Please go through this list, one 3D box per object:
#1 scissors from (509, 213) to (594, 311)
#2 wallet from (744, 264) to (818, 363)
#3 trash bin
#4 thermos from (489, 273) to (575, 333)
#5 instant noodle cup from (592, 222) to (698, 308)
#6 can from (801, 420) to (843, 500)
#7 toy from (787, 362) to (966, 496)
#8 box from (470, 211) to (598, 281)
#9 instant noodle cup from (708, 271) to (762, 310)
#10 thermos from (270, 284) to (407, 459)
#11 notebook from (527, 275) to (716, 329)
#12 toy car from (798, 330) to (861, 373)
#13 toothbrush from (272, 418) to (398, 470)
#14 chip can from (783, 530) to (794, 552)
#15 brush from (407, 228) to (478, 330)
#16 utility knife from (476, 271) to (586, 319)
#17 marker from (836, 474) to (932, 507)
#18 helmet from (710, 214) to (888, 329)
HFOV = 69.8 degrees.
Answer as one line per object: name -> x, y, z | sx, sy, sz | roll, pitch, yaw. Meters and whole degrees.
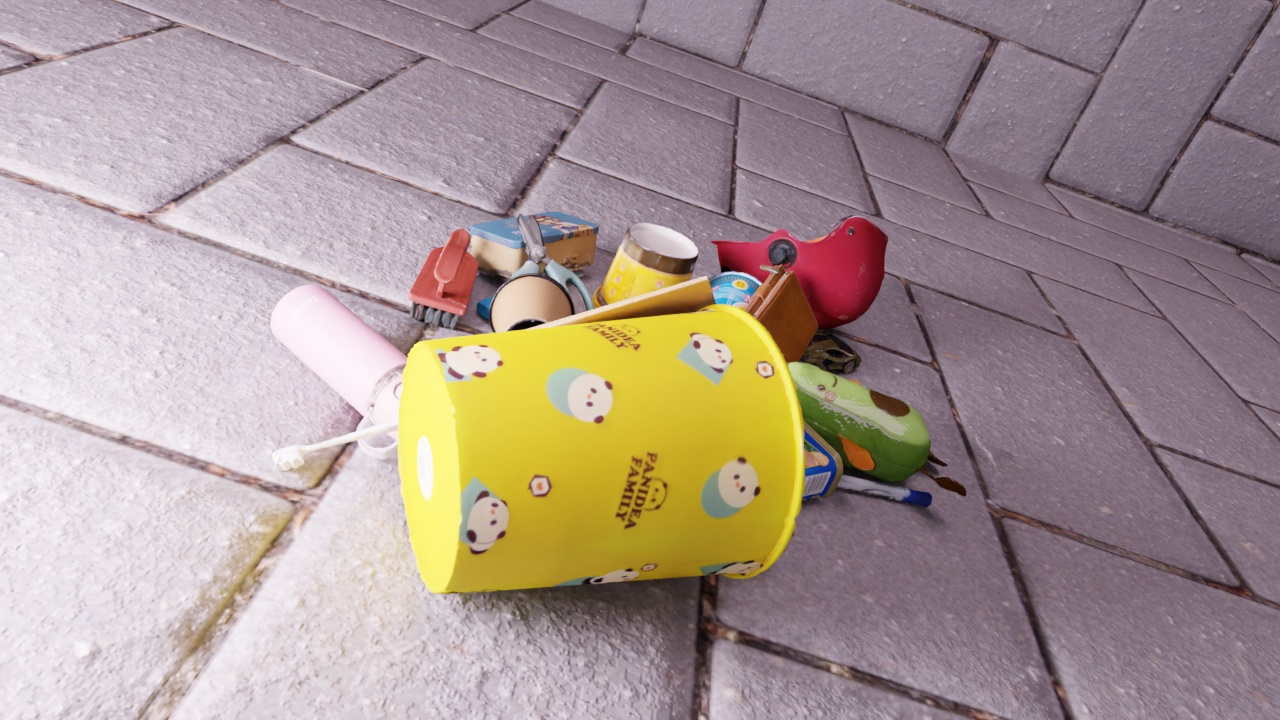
scissors -> -0.103, -0.099, 1.083 | 0.143, 0.019, 0.179 | 7, 62, -34
wallet -> 0.168, -0.049, 1.117 | 0.119, 0.035, 0.130 | 58, 44, -19
trash bin -> -0.042, 0.072, 0.715 | 0.254, 0.230, 0.229 | -3, 36, -27
thermos -> -0.112, -0.034, 0.949 | 0.093, 0.093, 0.143 | 15, 17, -11
instant noodle cup -> 0.010, -0.100, 1.143 | 0.118, 0.115, 0.118 | 15, 29, -9
can -> 0.141, 0.101, 0.943 | 0.083, 0.057, 0.102 | -5, 37, -35
toy -> 0.246, 0.073, 1.024 | 0.247, 0.090, 0.226 | 25, 19, 0
box -> -0.137, -0.145, 1.167 | 0.090, 0.061, 0.183 | 20, 23, 29
instant noodle cup -> 0.108, -0.042, 1.140 | 0.099, 0.099, 0.109 | 22, 36, 2
thermos -> -0.260, 0.013, 0.834 | 0.198, 0.067, 0.087 | 37, 64, 25
notebook -> -0.034, -0.024, 0.805 | 0.208, 0.008, 0.148 | -16, -12, 6
toy car -> 0.234, -0.013, 1.218 | 0.157, 0.042, 0.070 | -4, 37, -42
toothbrush -> -0.211, 0.059, 0.758 | 0.180, 0.016, 0.016 | -16, 49, -13
chip can -> 0.076, 0.088, 0.877 | 0.072, 0.073, 0.221 | 7, 38, -24
brush -> -0.217, -0.098, 1.038 | 0.063, 0.069, 0.145 | 16, 29, -10
utility knife -> -0.127, -0.087, 1.129 | 0.034, 0.018, 0.217 | 16, 24, 24
marker -> 0.248, 0.137, 0.990 | 0.145, 0.017, 0.016 | 13, 29, -14
helmet -> 0.222, -0.112, 1.267 | 0.240, 0.144, 0.206 | -5, 1, 12
